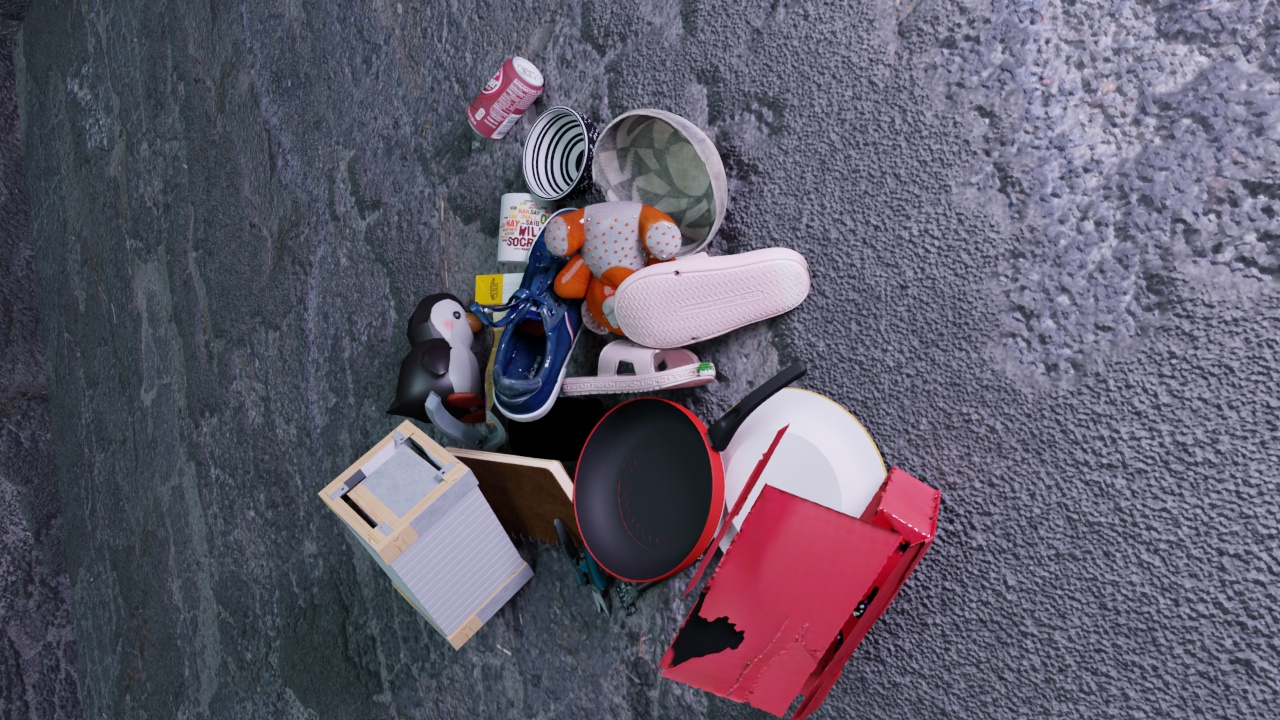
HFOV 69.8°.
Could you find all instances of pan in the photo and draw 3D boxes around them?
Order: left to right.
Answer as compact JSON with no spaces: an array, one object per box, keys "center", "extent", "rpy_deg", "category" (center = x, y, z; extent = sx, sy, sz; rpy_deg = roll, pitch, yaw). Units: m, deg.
[{"center":[0.058,0.107,1.020],"extent":[0.357,0.067,0.208],"rpy_deg":[-39,57,29],"category":"pan"}]

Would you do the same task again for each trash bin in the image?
[{"center":[-0.274,0.231,1.205],"extent":[0.142,0.142,0.247],"rpy_deg":[29,151,38],"category":"trash bin"}]

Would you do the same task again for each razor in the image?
[{"center":[0.019,0.266,1.117],"extent":[0.145,0.022,0.042],"rpy_deg":[-39,65,33],"category":"razor"}]

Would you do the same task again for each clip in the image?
[{"center":[-0.247,0.092,1.256],"extent":[0.159,0.030,0.174],"rpy_deg":[17,144,8],"category":"clip"}]

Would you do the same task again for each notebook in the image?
[{"center":[-0.154,0.184,1.204],"extent":[0.226,0.024,0.167],"rpy_deg":[1,132,41],"category":"notebook"}]

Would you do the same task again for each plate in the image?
[{"center":[0.156,0.145,0.990],"extent":[0.230,0.021,0.230],"rpy_deg":[3,94,38],"category":"plate"}]

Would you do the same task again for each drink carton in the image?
[{"center":[-0.166,-0.096,1.265],"extent":[0.123,0.058,0.040],"rpy_deg":[2,90,41],"category":"drink carton"}]

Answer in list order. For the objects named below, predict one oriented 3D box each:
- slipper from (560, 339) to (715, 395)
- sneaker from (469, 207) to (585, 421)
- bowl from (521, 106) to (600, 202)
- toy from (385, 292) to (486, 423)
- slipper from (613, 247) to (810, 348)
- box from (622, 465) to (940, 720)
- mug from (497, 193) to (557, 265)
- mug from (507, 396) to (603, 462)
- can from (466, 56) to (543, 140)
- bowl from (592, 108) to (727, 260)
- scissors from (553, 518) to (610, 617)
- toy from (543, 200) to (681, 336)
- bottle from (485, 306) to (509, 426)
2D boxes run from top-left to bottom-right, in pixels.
[{"center":[-0.007,0.006,1.104],"extent":[0.240,0.094,0.064],"rpy_deg":[-7,88,46],"category":"slipper"},{"center":[-0.122,-0.080,1.126],"extent":[0.121,0.127,0.293],"rpy_deg":[12,65,7],"category":"sneaker"},{"center":[-0.091,-0.264,1.201],"extent":[0.120,0.066,0.120],"rpy_deg":[-2,87,41],"category":"bowl"},{"center":[-0.296,-0.008,1.324],"extent":[0.140,0.159,0.183],"rpy_deg":[-5,69,-2],"category":"toy"},{"center":[0.075,-0.076,1.008],"extent":[0.222,0.107,0.055],"rpy_deg":[-12,37,13],"category":"slipper"},{"center":[0.157,0.214,0.810],"extent":[0.121,0.317,0.211],"rpy_deg":[41,115,34],"category":"box"},{"center":[-0.160,-0.177,1.261],"extent":[0.105,0.073,0.089],"rpy_deg":[-173,87,-66],"category":"mug"},{"center":[-0.096,0.080,1.175],"extent":[0.122,0.094,0.085],"rpy_deg":[-35,67,34],"category":"mug"},{"center":[-0.191,-0.368,1.294],"extent":[0.114,0.063,0.063],"rpy_deg":[-39,64,33],"category":"can"},{"center":[0.037,-0.213,1.065],"extent":[0.178,0.081,0.179],"rpy_deg":[28,138,28],"category":"bowl"},{"center":[-0.069,0.257,1.154],"extent":[0.123,0.019,0.149],"rpy_deg":[36,136,18],"category":"scissors"},{"center":[-0.022,-0.098,1.073],"extent":[0.164,0.092,0.173],"rpy_deg":[-2,127,14],"category":"toy"},{"center":[-0.188,0.009,1.280],"extent":[0.060,0.059,0.166],"rpy_deg":[-6,84,40],"category":"bottle"}]
